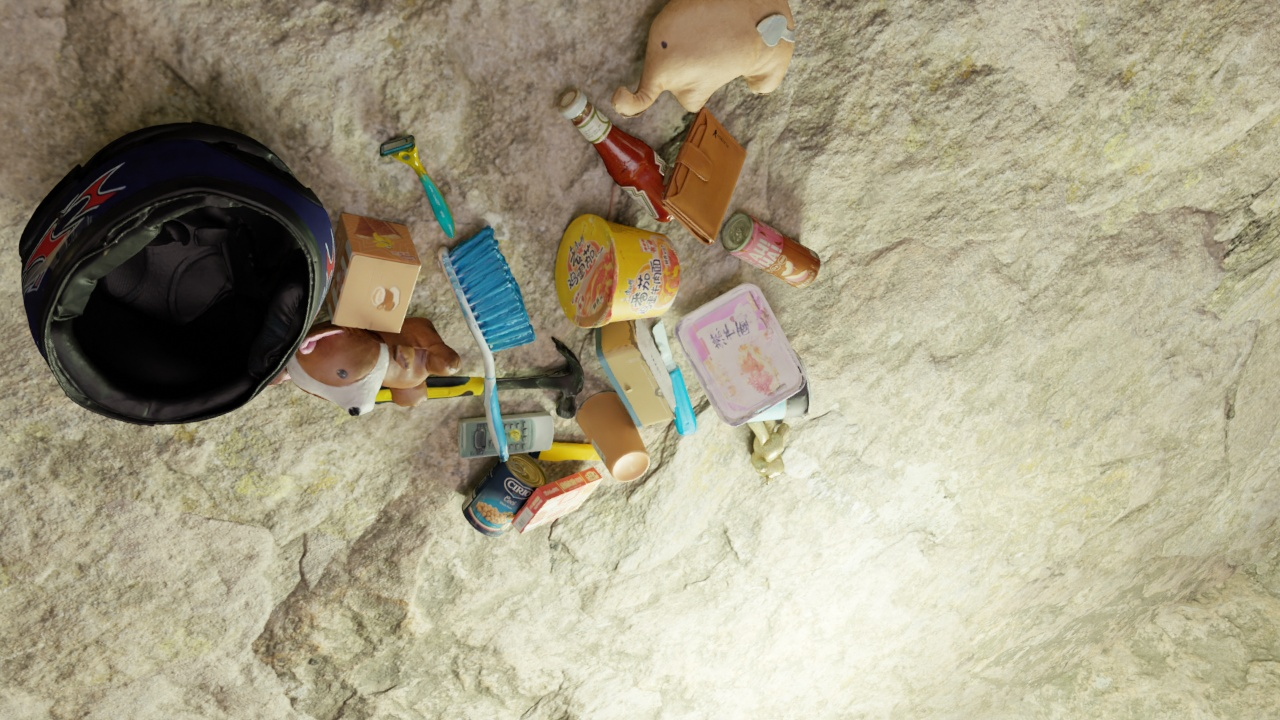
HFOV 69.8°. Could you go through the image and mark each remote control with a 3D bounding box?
[{"bbox_3d":[-0.188,0.104,1.287,0.135,0.019,0.056,-3,110,-23],"label":"remote control"}]

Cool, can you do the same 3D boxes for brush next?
[{"bbox_3d":[-0.180,-0.013,1.154,0.109,0.060,0.315,-20,119,-1],"label":"brush"}]

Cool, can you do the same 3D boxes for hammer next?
[{"bbox_3d":[-0.227,0.031,1.211,0.322,0.032,0.126,-3,127,-24],"label":"hammer"}]

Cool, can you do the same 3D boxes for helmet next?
[{"bbox_3d":[-0.421,-0.104,0.860,0.247,0.240,0.316,27,122,-37],"label":"helmet"}]

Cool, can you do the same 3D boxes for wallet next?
[{"bbox_3d":[0.077,-0.223,1.114,0.107,0.031,0.131,36,70,-43],"label":"wallet"}]

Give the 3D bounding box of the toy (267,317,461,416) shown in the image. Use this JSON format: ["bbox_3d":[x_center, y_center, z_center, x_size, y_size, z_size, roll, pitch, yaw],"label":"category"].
[{"bbox_3d":[-0.321,0.008,1.065,0.199,0.130,0.140,9,143,-44],"label":"toy"}]

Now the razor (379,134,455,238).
[{"bbox_3d":[-0.240,-0.192,1.029,0.043,0.028,0.133,-14,131,15],"label":"razor"}]

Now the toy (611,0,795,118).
[{"bbox_3d":[0.065,-0.346,1.022,0.226,0.082,0.143,-18,121,-9],"label":"toy"}]

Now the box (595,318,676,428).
[{"bbox_3d":[-0.007,0.007,1.254,0.061,0.089,0.184,-18,132,14],"label":"box"}]

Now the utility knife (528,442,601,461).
[{"bbox_3d":[-0.092,0.137,1.371,0.163,0.015,0.033,7,121,-30],"label":"utility knife"}]

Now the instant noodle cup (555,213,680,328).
[{"bbox_3d":[-0.025,-0.108,1.138,0.109,0.138,0.138,0,126,-36],"label":"instant noodle cup"}]

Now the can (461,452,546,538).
[{"bbox_3d":[-0.198,0.193,1.324,0.075,0.075,0.111,28,111,-39],"label":"can"}]

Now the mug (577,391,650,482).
[{"bbox_3d":[-0.036,0.111,1.306,0.078,0.122,0.078,-13,130,-16],"label":"mug"}]

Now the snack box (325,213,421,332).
[{"bbox_3d":[-0.303,-0.098,1.029,0.077,0.094,0.093,8,121,-31],"label":"snack box"}]

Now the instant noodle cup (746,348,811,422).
[{"bbox_3d":[0.181,0.047,1.380,0.120,0.111,0.111,-11,130,-10],"label":"instant noodle cup"}]

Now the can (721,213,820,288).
[{"bbox_3d":[0.179,-0.148,1.249,0.147,0.058,0.058,21,114,-37],"label":"can"}]

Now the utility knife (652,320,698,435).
[{"bbox_3d":[0.050,0.030,1.353,0.034,0.018,0.237,-23,133,-6],"label":"utility knife"}]

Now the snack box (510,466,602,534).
[{"bbox_3d":[-0.121,0.204,1.349,0.075,0.025,0.152,-51,162,24],"label":"snack box"}]

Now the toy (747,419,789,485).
[{"bbox_3d":[0.200,0.131,1.485,0.104,0.066,0.157,-56,142,-38],"label":"toy"}]

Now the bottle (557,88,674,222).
[{"bbox_3d":[-0.019,-0.241,1.080,0.060,0.059,0.206,-43,131,10],"label":"bottle"}]

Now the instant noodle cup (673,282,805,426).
[{"bbox_3d":[0.136,-0.009,1.295,0.138,0.060,0.173,-30,97,-1],"label":"instant noodle cup"}]
